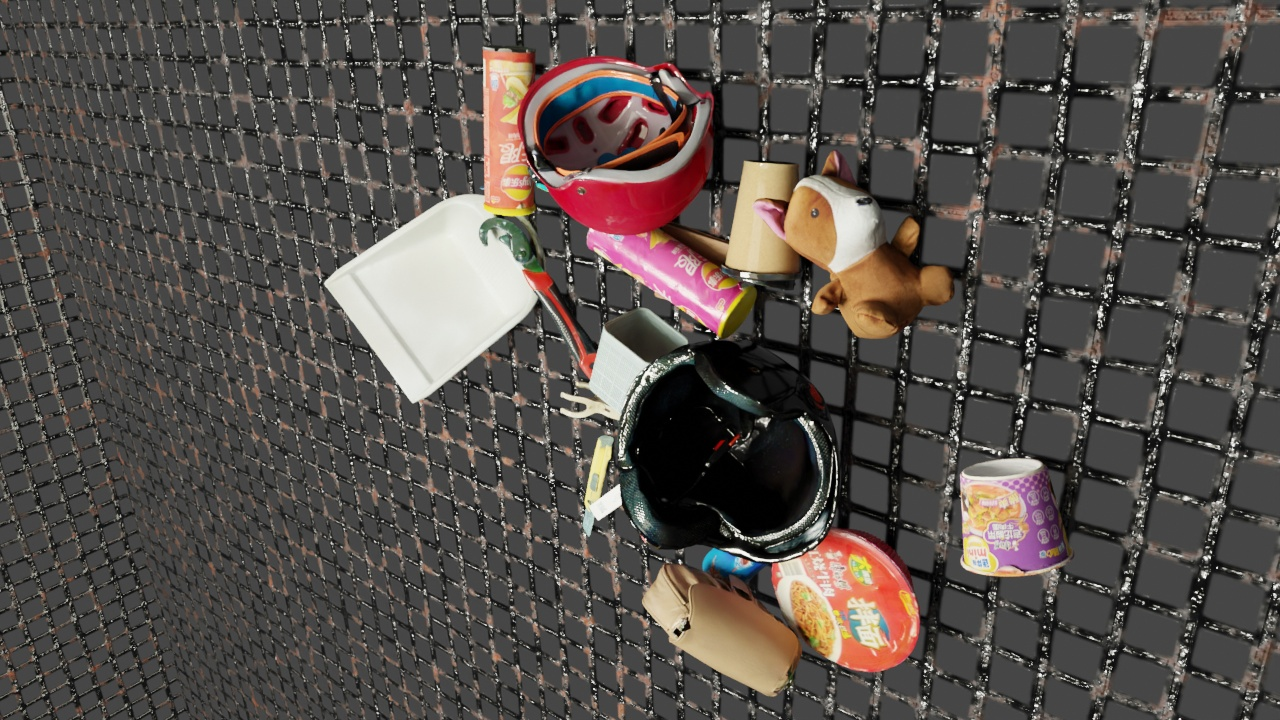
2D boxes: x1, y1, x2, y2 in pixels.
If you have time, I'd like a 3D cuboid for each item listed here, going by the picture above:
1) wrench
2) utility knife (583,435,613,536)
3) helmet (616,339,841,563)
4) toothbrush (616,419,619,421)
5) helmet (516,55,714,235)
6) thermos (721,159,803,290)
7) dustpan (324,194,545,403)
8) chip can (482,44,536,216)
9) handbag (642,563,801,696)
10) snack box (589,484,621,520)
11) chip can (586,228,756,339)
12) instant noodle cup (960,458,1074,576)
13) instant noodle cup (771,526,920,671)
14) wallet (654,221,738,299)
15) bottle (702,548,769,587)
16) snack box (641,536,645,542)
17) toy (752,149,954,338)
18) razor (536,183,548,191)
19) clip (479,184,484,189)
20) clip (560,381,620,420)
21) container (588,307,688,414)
[{"bbox_3d":[-0.132,-0.089,1.295,0.273,0.056,0.016,54,178,-5],"label":"wrench"},{"bbox_3d":[-0.066,0.190,1.395,0.031,0.020,0.197,35,132,32],"label":"utility knife"},{"bbox_3d":[0.110,0.097,1.059,0.275,0.229,0.234,38,118,10],"label":"helmet"},{"bbox_3d":[0.042,0.101,1.263,0.190,0.014,0.016,10,116,36],"label":"toothbrush"},{"bbox_3d":[-0.025,-0.238,1.065,0.240,0.206,0.144,43,164,36],"label":"helmet"},{"bbox_3d":[0.141,-0.150,1.026,0.093,0.092,0.143,15,108,35],"label":"thermos"},{"bbox_3d":[-0.272,-0.110,1.309,0.222,0.257,0.143,54,154,-2],"label":"dustpan"},{"bbox_3d":[-0.176,-0.306,1.226,0.073,0.073,0.217,18,117,34],"label":"chip can"},{"bbox_3d":[0.107,0.331,1.153,0.204,0.148,0.100,31,93,-13],"label":"handbag"},{"bbox_3d":[0.001,0.168,1.276,0.157,0.084,0.027,-40,80,43],"label":"snack box"},{"bbox_3d":[0.035,-0.111,1.110,0.210,0.071,0.072,35,128,19],"label":"chip can"},{"bbox_3d":[0.380,0.157,0.943,0.112,0.111,0.099,-6,95,41],"label":"instant noodle cup"},{"bbox_3d":[0.258,0.277,1.119,0.194,0.065,0.194,17,119,32],"label":"instant noodle cup"},{"bbox_3d":[0.071,-0.111,1.144,0.115,0.020,0.101,22,122,29],"label":"wallet"},{"bbox_3d":[0.159,0.227,1.181,0.065,0.065,0.219,49,132,13],"label":"bottle"},{"bbox_3d":[0.068,0.182,1.207,0.127,0.113,0.044,-32,85,43],"label":"snack box"},{"bbox_3d":[0.220,-0.117,0.948,0.199,0.140,0.131,56,161,12],"label":"toy"},{"bbox_3d":[-0.084,-0.231,1.216,0.133,0.028,0.043,8,90,34],"label":"razor"},{"bbox_3d":[-0.202,-0.244,1.313,0.058,0.026,0.039,10,123,31],"label":"clip"},{"bbox_3d":[-0.063,0.057,1.328,0.103,0.092,0.035,3,113,2],"label":"clip"},{"bbox_3d":[-0.007,0.007,1.213,0.090,0.089,0.112,39,131,22],"label":"container"}]
